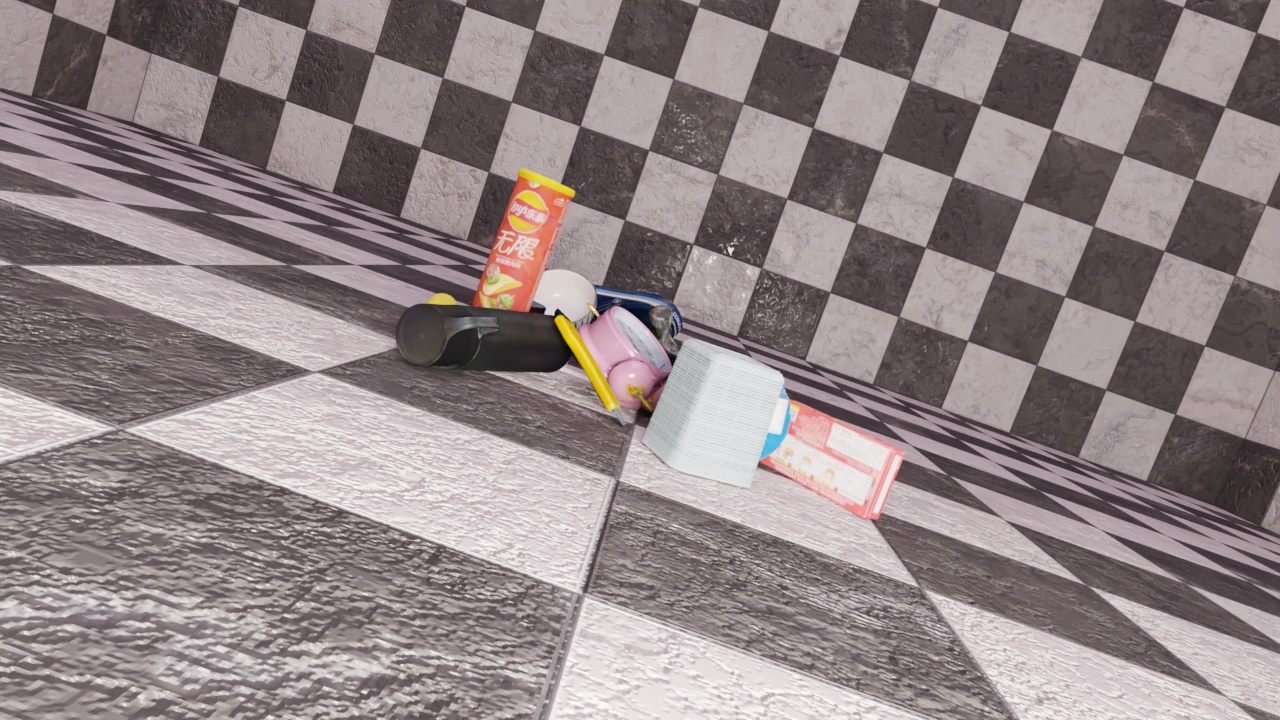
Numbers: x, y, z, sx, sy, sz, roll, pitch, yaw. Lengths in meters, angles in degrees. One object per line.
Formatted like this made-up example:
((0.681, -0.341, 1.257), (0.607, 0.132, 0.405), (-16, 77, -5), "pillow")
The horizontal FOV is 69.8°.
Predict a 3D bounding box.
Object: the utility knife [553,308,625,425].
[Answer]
((-0.055, 0.008, 0.975), (0.033, 0.015, 0.176), (37, 16, -53), "utility knife")

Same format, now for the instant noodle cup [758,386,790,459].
((0.098, 0.055, 0.991), (0.099, 0.099, 0.110), (18, -1, -10), "instant noodle cup")

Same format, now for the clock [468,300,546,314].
((-0.189, -0.068, 1.297), (0.122, 0.055, 0.082), (22, 8, 28), "clock")

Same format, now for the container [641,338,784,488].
((0.069, 0.046, 0.857), (0.090, 0.111, 0.090), (16, 8, -23), "container")

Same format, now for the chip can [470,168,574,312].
((-0.148, -0.116, 1.099), (0.073, 0.217, 0.073), (20, 8, -3), "chip can")

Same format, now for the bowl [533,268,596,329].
((-0.127, -0.080, 1.438), (0.116, 0.116, 0.066), (21, -37, 10), "bowl")

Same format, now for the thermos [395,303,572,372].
((-0.145, -0.022, 0.954), (0.090, 0.068, 0.242), (-8, -4, 22), "thermos")

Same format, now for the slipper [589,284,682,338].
((-0.050, -0.060, 1.504), (0.253, 0.105, 0.095), (8, 41, 33), "slipper")

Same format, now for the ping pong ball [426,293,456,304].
((-0.249, -0.064, 1.149), (0.040, 0.040, 0.040), (19, 7, -3), "ping pong ball")

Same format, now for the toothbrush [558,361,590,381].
((-0.032, 0.030, 1.110), (0.180, 0.016, 0.016), (22, 11, 17), "toothbrush")

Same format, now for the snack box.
((0.193, 0.098, 0.947), (0.025, 0.075, 0.153), (15, 8, -42), "snack box")

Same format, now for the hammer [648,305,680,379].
((0.130, 0.048, 1.076), (0.031, 0.126, 0.323), (-34, 46, -31), "hammer")

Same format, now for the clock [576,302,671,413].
((-0.010, 0.007, 1.042), (0.117, 0.060, 0.158), (27, 29, -53), "clock")
